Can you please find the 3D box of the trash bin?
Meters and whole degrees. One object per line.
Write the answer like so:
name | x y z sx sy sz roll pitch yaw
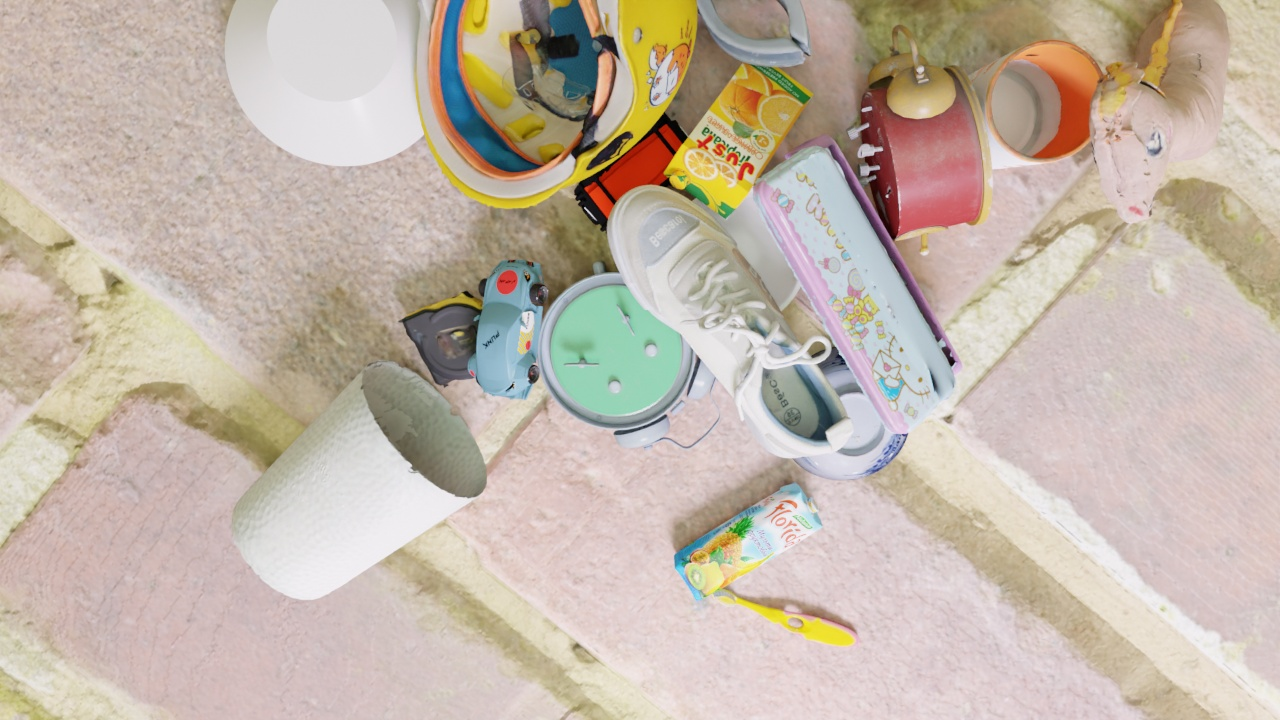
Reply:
trash bin | -0.226 0.101 0.727 0.161 0.133 0.133 -38 96 11

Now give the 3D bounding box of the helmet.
helmet | -0.053 -0.231 0.657 0.209 0.139 0.241 49 135 16

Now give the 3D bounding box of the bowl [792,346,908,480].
bowl | 0.170 0.049 0.746 0.114 0.045 0.114 0 99 1

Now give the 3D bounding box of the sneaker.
sneaker | 0.072 -0.030 0.661 0.089 0.091 0.242 -40 99 -14

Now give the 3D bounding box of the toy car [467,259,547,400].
toy car | -0.105 -0.025 0.700 0.060 0.027 0.108 8 93 28

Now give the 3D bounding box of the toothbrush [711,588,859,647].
toothbrush | 0.125 0.222 0.789 0.135 0.016 0.021 19 94 -1

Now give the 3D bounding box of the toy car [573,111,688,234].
toy car | -0.003 -0.145 0.719 0.100 0.048 0.051 -39 95 6

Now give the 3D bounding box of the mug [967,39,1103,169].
mug | 0.279 -0.185 0.677 0.082 0.105 0.082 0 99 1

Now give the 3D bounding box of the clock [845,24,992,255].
clock | 0.196 -0.163 0.673 0.081 0.117 0.159 -13 118 6

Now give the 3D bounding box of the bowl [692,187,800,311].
bowl | 0.075 -0.083 0.731 0.110 0.040 0.110 0 99 0

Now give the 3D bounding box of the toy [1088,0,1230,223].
toy | 0.349 -0.196 0.624 0.065 0.263 0.196 -7 95 43

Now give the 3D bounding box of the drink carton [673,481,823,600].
drink carton | 0.090 0.150 0.767 0.129 0.038 0.044 -32 97 6

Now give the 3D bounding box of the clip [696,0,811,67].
clip | 0.056 -0.268 0.685 0.090 0.027 0.162 -39 72 8

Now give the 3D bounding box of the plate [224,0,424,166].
plate | -0.231 -0.239 0.699 0.174 0.036 0.174 0 91 -7

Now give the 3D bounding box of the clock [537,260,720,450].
clock | -0.004 0.004 0.728 0.161 0.075 0.122 44 97 -5

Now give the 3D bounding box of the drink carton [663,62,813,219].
drink carton | 0.073 -0.168 0.687 0.058 0.041 0.122 35 63 -4

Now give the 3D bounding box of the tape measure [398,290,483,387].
tape measure | -0.148 -0.019 0.747 0.072 0.042 0.071 -27 94 3

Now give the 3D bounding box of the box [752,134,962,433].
box | 0.166 -0.062 0.681 0.062 0.139 0.214 -26 102 33
